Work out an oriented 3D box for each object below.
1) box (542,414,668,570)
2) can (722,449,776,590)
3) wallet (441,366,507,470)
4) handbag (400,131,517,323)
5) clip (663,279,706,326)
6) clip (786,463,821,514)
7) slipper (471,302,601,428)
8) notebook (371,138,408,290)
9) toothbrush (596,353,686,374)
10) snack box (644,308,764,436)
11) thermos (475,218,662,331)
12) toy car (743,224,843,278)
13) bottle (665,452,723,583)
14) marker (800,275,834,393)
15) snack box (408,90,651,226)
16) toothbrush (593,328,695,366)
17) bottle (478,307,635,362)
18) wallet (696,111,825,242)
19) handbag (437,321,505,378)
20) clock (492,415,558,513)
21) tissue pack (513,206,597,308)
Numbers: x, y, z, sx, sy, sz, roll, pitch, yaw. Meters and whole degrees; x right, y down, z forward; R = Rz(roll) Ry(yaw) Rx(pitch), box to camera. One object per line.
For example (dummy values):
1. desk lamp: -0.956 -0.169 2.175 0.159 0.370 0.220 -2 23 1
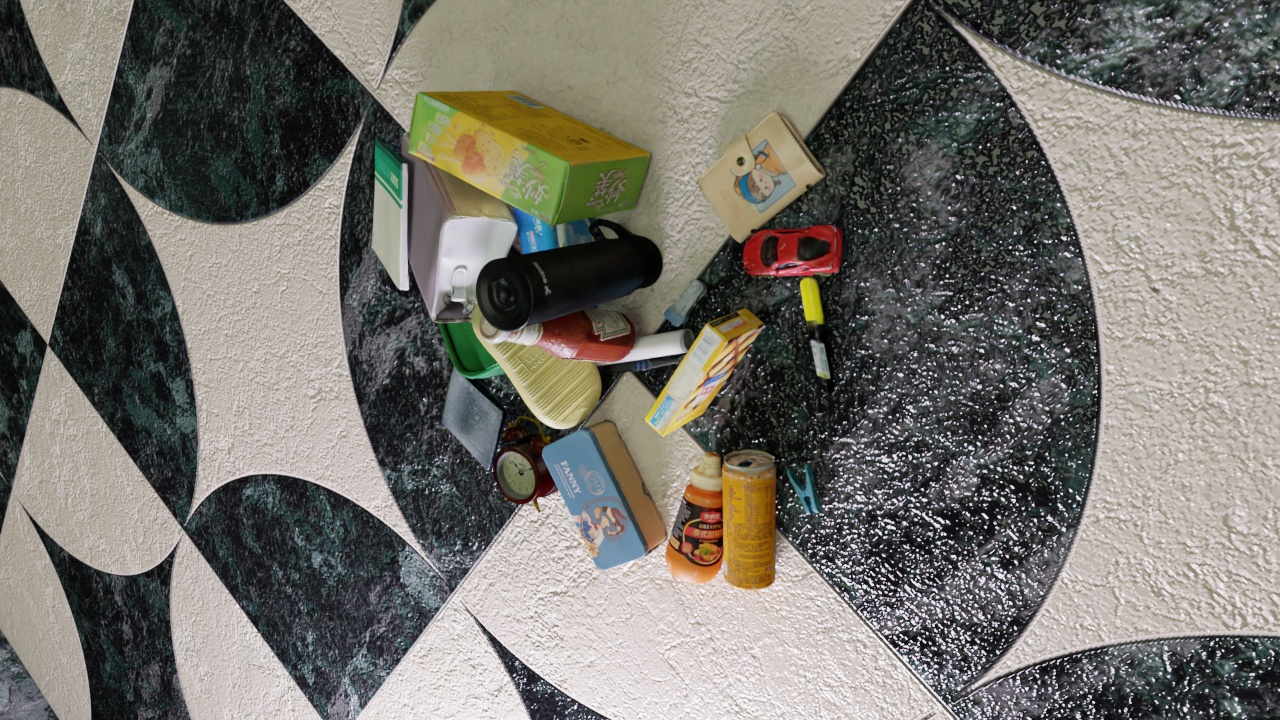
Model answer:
1. box: -0.045 0.156 1.108 0.090 0.059 0.184 -30 88 35
2. can: 0.119 0.175 1.003 0.058 0.058 0.146 8 108 32
3. wallet: -0.220 0.074 1.210 0.121 0.019 0.097 40 125 35
4. handbag: -0.221 -0.157 1.069 0.197 0.098 0.145 59 136 42
5. clip: 0.051 -0.064 1.002 0.027 0.044 0.058 47 115 17
6. clip: 0.178 0.138 0.981 0.039 0.013 0.056 -21 92 37
7. slipper: -0.121 -0.010 1.065 0.091 0.081 0.190 -38 113 -2
8. notebook: -0.313 -0.188 1.145 0.209 0.012 0.150 -140 51 -58
9. toothbrush: -0.006 0.006 1.064 0.190 0.016 0.014 -6 96 36
10. snack box: 0.067 0.012 0.972 0.034 0.086 0.141 44 123 16
11. thermos: -0.070 -0.094 0.935 0.069 0.241 0.090 -38 82 33
12. toy car: 0.148 -0.108 0.909 0.106 0.031 0.049 1 83 36
13. bottle: 0.069 0.175 1.039 0.067 0.066 0.149 17 106 29
14. marker: 0.181 -0.025 0.932 0.018 0.015 0.124 -6 104 29
15. snack box: -0.118 -0.223 0.982 0.210 0.157 0.070 30 119 23
16. toothbrush: -0.035 -0.009 1.072 0.222 0.026 0.026 -9 132 35
17. bottle: -0.085 -0.030 0.964 0.060 0.205 0.059 -2 87 36
18. wallet: 0.117 -0.186 0.921 0.115 0.024 0.087 -37 87 37
19. handbag: -0.186 -0.046 1.142 0.120 0.067 0.131 -17 93 28
20. clock: -0.142 0.128 1.165 0.082 0.055 0.122 17 111 29
21. tissue pack: -0.087 -0.125 1.031 0.052 0.094 0.157 -9 96 34
